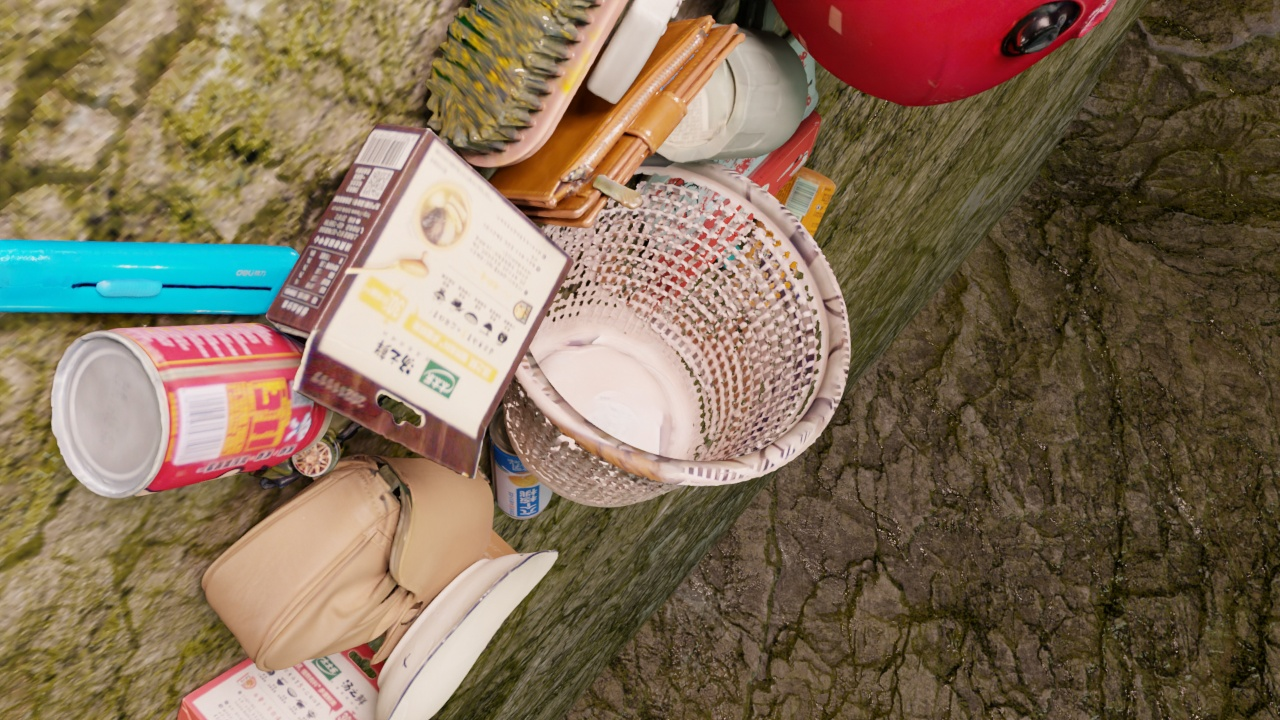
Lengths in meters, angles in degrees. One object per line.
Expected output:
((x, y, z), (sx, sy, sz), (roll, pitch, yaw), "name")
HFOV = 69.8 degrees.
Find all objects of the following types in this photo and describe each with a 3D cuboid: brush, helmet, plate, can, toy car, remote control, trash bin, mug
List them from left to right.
((-0.186, 0.018, 0.392), (0.067, 0.066, 0.093), (-56, 162, 18), "can")
((-0.147, 0.010, 0.501), (0.158, 0.042, 0.070), (-45, -170, -14), "toy car")
((-0.130, 0.192, 0.636), (0.164, 0.034, 0.163), (-53, 169, 1), "plate")
((-0.100, 0.087, 0.780), (0.053, 0.053, 0.135), (-42, 161, -27), "can")
((-0.042, -0.151, 0.412), (0.146, 0.063, 0.072), (-58, 164, 24), "brush")
((-0.003, 0.003, 0.623), (0.226, 0.227, 0.193), (-40, 173, -30), "trash bin")
((0.016, -0.187, 0.440), (0.058, 0.021, 0.149), (-43, -159, 55), "remote control")
((0.051, -0.183, 0.559), (0.103, 0.084, 0.124), (-29, 131, -59), "mug")
((0.138, -0.119, 0.909), (0.058, 0.058, 0.146), (-19, 136, -60), "can")
((0.134, -0.226, 0.496), (0.144, 0.207, 0.239), (-40, 167, 32), "helmet")

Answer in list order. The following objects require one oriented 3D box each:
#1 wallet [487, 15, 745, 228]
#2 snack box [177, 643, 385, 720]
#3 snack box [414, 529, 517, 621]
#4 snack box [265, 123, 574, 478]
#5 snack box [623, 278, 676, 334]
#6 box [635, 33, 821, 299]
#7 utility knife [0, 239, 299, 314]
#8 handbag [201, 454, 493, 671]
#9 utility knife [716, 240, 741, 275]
((-0.017, -0.122, 0.464), (0.130, 0.119, 0.035), (-52, 126, -13), "wallet")
((-0.245, 0.260, 0.669), (0.126, 0.113, 0.044), (-28, 150, -52), "snack box")
((-0.162, 0.183, 0.755), (0.094, 0.093, 0.077), (-55, 163, 12), "snack box")
((-0.100, -0.025, 0.429), (0.113, 0.053, 0.125), (40, 73, -48), "snack box")
((0.000, -0.014, 0.868), (0.077, 0.027, 0.156), (-45, 162, -17), "snack box")
((0.076, -0.154, 0.745), (0.200, 0.050, 0.161), (-47, 159, -15), "box")
((-0.204, -0.029, 0.333), (0.034, 0.018, 0.207), (-56, 161, 19), "utility knife")
((-0.173, 0.129, 0.597), (0.148, 0.100, 0.204), (-46, 169, 2), "handbag")
((0.081, -0.112, 0.896), (0.029, 0.013, 0.178), (-54, 160, 3), "utility knife")
